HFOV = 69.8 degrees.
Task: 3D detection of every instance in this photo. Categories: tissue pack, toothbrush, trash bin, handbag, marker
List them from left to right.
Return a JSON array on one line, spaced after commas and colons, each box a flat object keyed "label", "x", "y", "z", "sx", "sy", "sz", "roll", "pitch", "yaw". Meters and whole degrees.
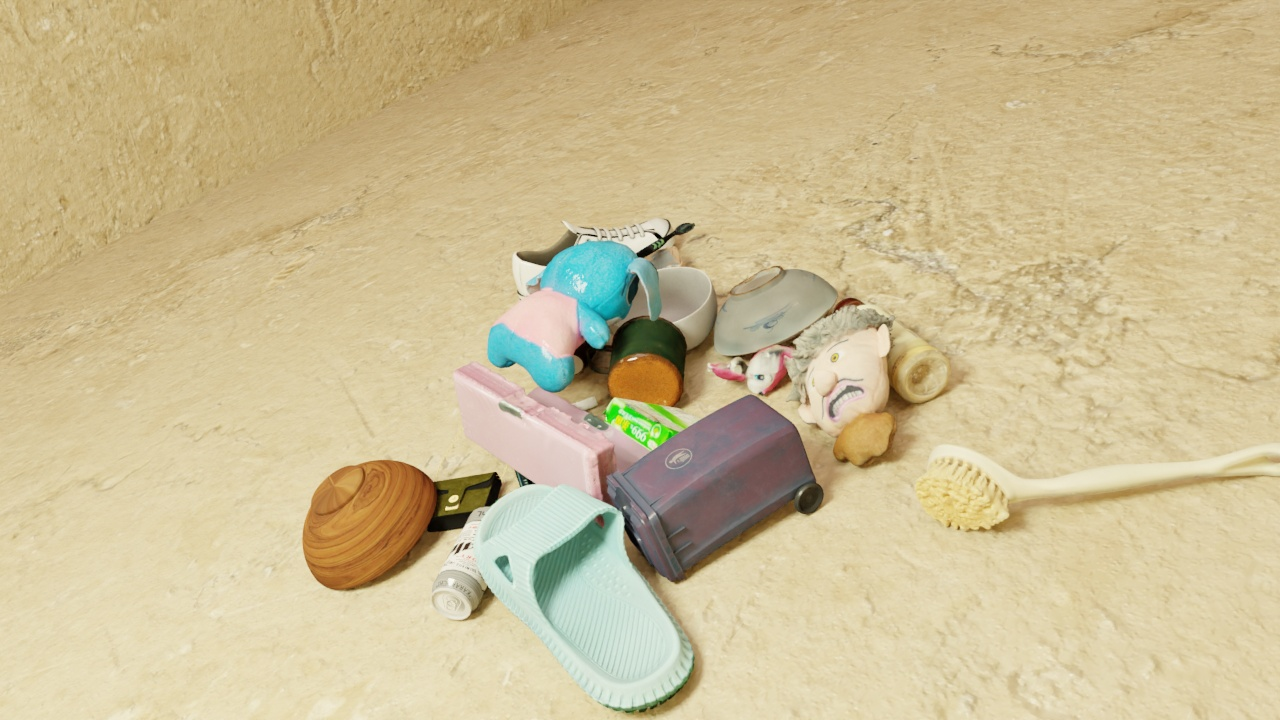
[{"label": "handbag", "x": -0.179, "y": 0.106, "z": 0.984, "sx": 0.084, "sy": 0.027, "sz": 0.177, "roll": -11, "pitch": 35, "yaw": 13}, {"label": "marker", "x": -0.111, "y": 0.069, "z": 1.033, "sx": 0.132, "sy": 0.014, "sz": 0.014, "roll": -21, "pitch": 30, "yaw": -5}, {"label": "toothbrush", "x": 0.016, "y": -0.154, "z": 1.261, "sx": 0.017, "sy": 0.014, "sz": 0.187, "roll": -4, "pitch": 24, "yaw": 46}, {"label": "tissue pack", "x": 0.029, "y": 0.068, "z": 0.889, "sx": 0.099, "sy": 0.034, "sz": 0.114, "roll": 12, "pitch": 10, "yaw": -37}, {"label": "trash bin", "x": 0.061, "y": 0.111, "z": 0.796, "sx": 0.160, "sy": 0.092, "sz": 0.094, "roll": -31, "pitch": 32, "yaw": -12}]

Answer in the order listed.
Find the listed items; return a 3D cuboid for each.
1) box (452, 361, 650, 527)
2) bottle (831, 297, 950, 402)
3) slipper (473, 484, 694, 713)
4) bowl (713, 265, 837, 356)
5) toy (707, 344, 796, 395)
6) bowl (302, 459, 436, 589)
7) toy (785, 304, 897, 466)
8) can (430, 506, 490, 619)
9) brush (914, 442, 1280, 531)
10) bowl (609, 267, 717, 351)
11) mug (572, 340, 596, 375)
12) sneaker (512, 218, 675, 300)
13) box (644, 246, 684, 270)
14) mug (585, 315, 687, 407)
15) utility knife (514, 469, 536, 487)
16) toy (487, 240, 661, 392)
[{"label": "box", "x": -0.076, "y": 0.064, "z": 0.928, "sx": 0.114, "sy": 0.099, "sz": 0.233, "roll": -30, "pitch": 37, "yaw": -34}, {"label": "bottle", "x": 0.247, "y": -0.017, "z": 0.933, "sx": 0.056, "sy": 0.056, "sz": 0.162, "roll": -22, "pitch": 29, "yaw": -6}, {"label": "slipper", "x": -0.057, "y": 0.172, "z": 0.748, "sx": 0.115, "sy": 0.070, "sz": 0.276, "roll": -27, "pitch": 38, "yaw": -21}, {"label": "bowl", "x": 0.142, "y": -0.067, "z": 1.036, "sx": 0.151, "sy": 0.057, "sz": 0.150, "roll": -27, "pitch": 16, "yaw": 8}, {"label": "toy", "x": 0.123, "y": 0.013, "z": 0.970, "sx": 0.102, "sy": 0.050, "sz": 0.065, "roll": -9, "pitch": -4, "yaw": 4}, {"label": "bowl", "x": -0.284, "y": 0.147, "z": 0.916, "sx": 0.147, "sy": 0.069, "sz": 0.147, "roll": -22, "pitch": 34, "yaw": 16}, {"label": "toy", "x": 0.190, "y": 0.023, "z": 0.864, "sx": 0.076, "sy": 0.133, "sz": 0.175, "roll": 17, "pitch": 39, "yaw": -27}, {"label": "can", "x": -0.153, "y": 0.183, "z": 0.837, "sx": 0.044, "sy": 0.044, "sz": 0.106, "roll": -7, "pitch": 32, "yaw": 20}, {"label": "brush", "x": 0.352, "y": 0.090, "z": 0.707, "sx": 0.272, "sy": 0.062, "sz": 0.077, "roll": -6, "pitch": 48, "yaw": 13}, {"label": "bowl", "x": 0.030, "y": -0.050, "z": 1.097, "sx": 0.132, "sy": 0.064, "sz": 0.131, "roll": -13, "pitch": 35, "yaw": 9}, {"label": "mug", "x": -0.102, "y": -0.024, "z": 1.114, "sx": 0.114, "sy": 0.087, "sz": 0.088, "roll": -2, "pitch": 43, "yaw": -4}, {"label": "sneaker", "x": -0.073, "y": -0.167, "z": 1.323, "sx": 0.245, "sy": 0.097, "sz": 0.091, "roll": -20, "pitch": 30, "yaw": -2}, {"label": "box", "x": -0.042, "y": -0.092, "z": 1.225, "sx": 0.216, "sy": 0.063, "sz": 0.157, "roll": -17, "pitch": 9, "yaw": 2}, {"label": "mug", "x": -0.006, "y": 0.006, "z": 0.999, "sx": 0.111, "sy": 0.085, "sz": 0.081, "roll": 6, "pitch": 34, "yaw": 1}, {"label": "utility knife", "x": -0.109, "y": 0.129, "z": 0.930, "sx": 0.028, "sy": 0.020, "sz": 0.197, "roll": -22, "pitch": 29, "yaw": -9}, {"label": "toy", "x": -0.086, "y": -0.057, "z": 1.004, "sx": 0.224, "sy": 0.099, "sz": 0.191, "roll": 13, "pitch": 55, "yaw": 46}]
